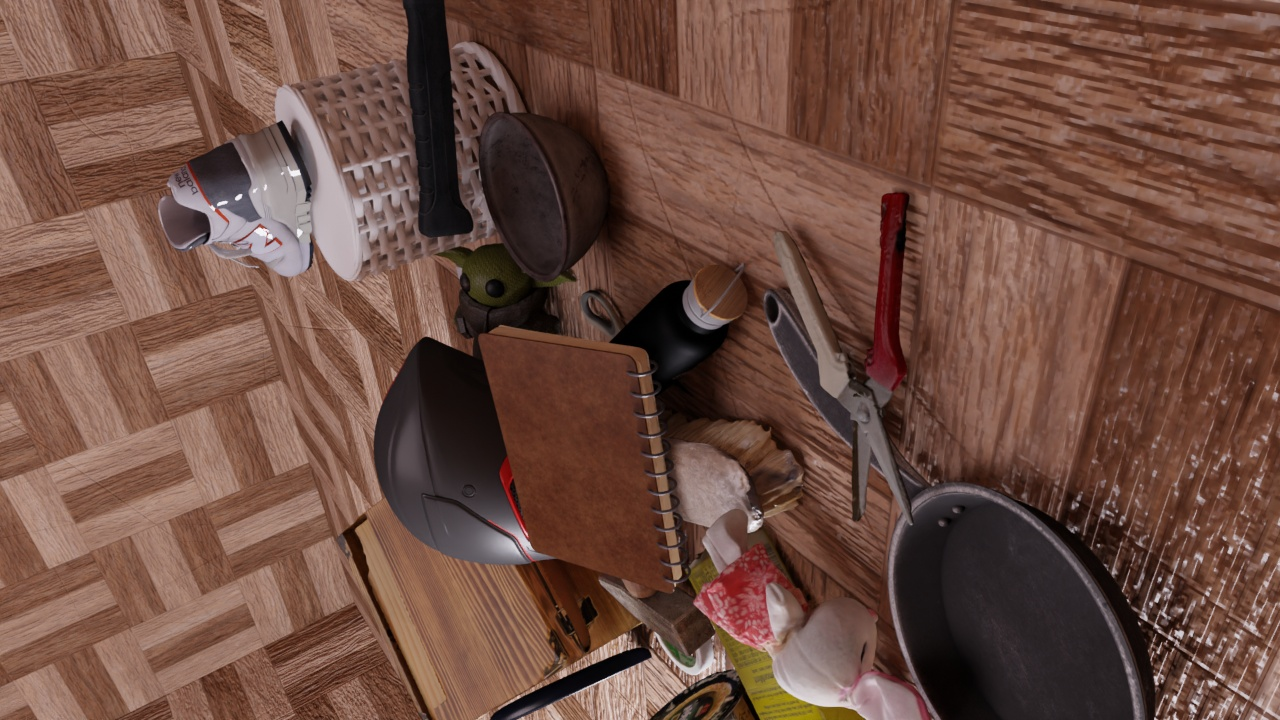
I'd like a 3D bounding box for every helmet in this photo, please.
[{"bbox_3d":[-0.172,0.100,0.911,0.164,0.170,0.265,-99,-7,-68],"label":"helmet"}]

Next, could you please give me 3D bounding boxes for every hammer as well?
[{"bbox_3d":[-0.175,-0.268,0.752,0.025,0.117,0.333,28,123,53],"label":"hammer"},{"bbox_3d":[-0.041,0.128,0.855,0.158,0.037,0.301,17,137,58],"label":"hammer"}]

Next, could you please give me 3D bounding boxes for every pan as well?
[{"bbox_3d":[0.172,0.092,0.553,0.188,0.055,0.356,109,143,-53],"label":"pan"},{"bbox_3d":[-0.148,0.411,1.070,0.021,0.357,0.198,65,-167,17],"label":"pan"}]

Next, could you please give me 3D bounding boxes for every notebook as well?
[{"bbox_3d":[-0.044,0.083,0.763,0.168,0.024,0.226,9,122,33],"label":"notebook"}]

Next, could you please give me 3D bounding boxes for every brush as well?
[{"bbox_3d":[0.033,0.089,0.785,0.272,0.056,0.083,0,116,62],"label":"brush"}]

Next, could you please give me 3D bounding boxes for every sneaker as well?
[{"bbox_3d":[-0.386,-0.138,0.871,0.089,0.124,0.240,61,152,10],"label":"sneaker"}]

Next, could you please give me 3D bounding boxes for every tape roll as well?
[{"bbox_3d":[0.041,0.284,0.964,0.094,0.018,0.094,41,143,40],"label":"tape roll"}]

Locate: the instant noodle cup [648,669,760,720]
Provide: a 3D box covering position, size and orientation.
[{"bbox_3d":[0.075,0.381,0.871,0.112,0.137,0.138,55,152,0],"label":"instant noodle cup"}]

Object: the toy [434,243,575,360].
[{"bbox_3d":[-0.141,-0.047,0.951,0.179,0.078,0.153,13,128,29],"label":"toy"}]

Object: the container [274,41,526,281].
[{"bbox_3d":[-0.223,-0.192,0.883,0.189,0.186,0.190,41,143,40],"label":"container"}]

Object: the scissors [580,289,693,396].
[{"bbox_3d":[-0.010,-0.006,0.837,0.168,0.012,0.158,55,151,19],"label":"scissors"}]

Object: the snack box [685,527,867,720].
[{"bbox_3d":[0.110,0.233,0.776,0.181,0.045,0.121,62,154,15],"label":"snack box"}]

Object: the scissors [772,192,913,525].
[{"bbox_3d":[0.126,-0.010,0.544,0.179,0.015,0.195,49,133,41],"label":"scissors"}]

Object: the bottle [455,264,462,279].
[{"bbox_3d":[-0.162,-0.023,1.050,0.052,0.052,0.195,24,131,53],"label":"bottle"}]

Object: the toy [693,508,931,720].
[{"bbox_3d":[0.116,0.189,0.641,0.194,0.084,0.159,42,174,17],"label":"toy"}]

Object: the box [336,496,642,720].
[{"bbox_3d":[-0.176,0.248,1.069,0.279,0.263,0.270,61,150,14],"label":"box"}]

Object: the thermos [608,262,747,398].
[{"bbox_3d":[0.018,-0.014,0.721,0.061,0.061,0.232,62,148,9],"label":"thermos"}]

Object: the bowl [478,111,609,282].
[{"bbox_3d":[-0.075,-0.146,0.785,0.145,0.067,0.145,41,143,40],"label":"bowl"}]
